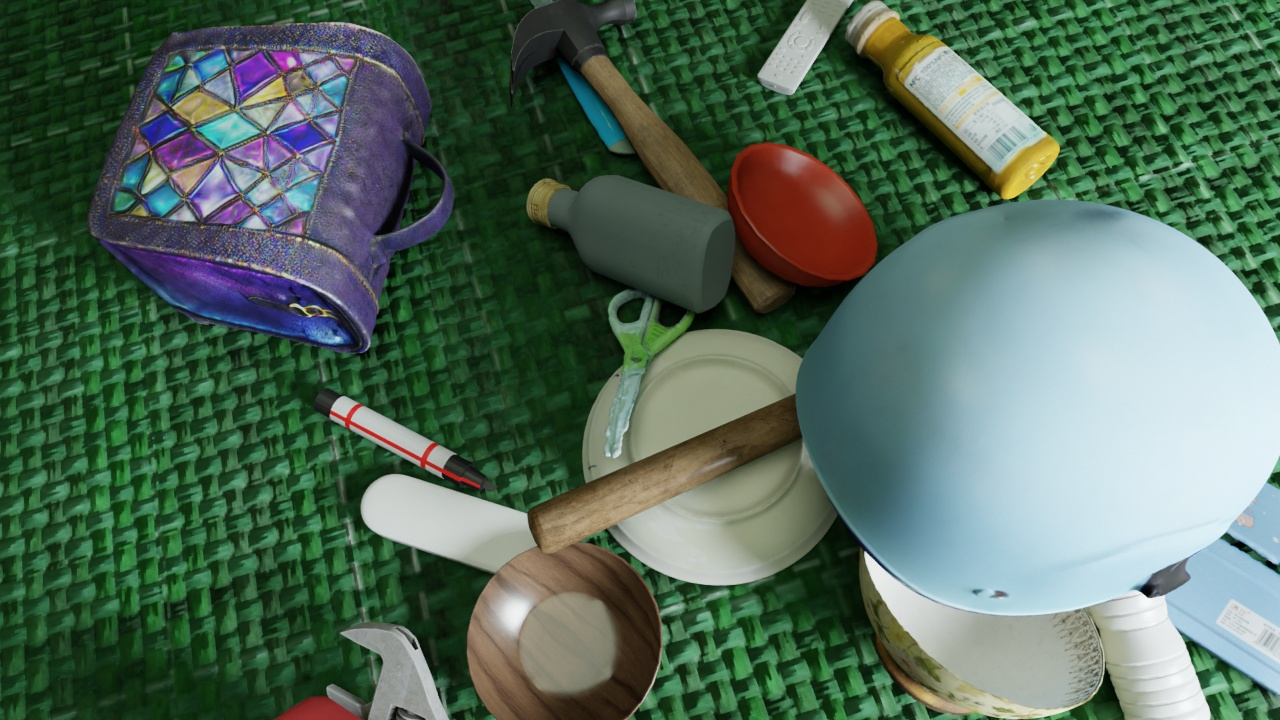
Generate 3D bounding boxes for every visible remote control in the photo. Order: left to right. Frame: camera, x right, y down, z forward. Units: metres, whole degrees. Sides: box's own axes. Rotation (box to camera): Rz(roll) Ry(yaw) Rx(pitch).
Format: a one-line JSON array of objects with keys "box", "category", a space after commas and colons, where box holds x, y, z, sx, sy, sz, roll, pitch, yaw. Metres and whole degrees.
[{"box": [-0.122, 0.111, 0.612, 0.136, 0.013, 0.043, 15, 69, 11], "category": "remote control"}, {"box": [0.141, -0.271, 0.758, 0.033, 0.012, 0.130, 27, 71, 17], "category": "remote control"}]

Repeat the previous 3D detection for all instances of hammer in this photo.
[{"box": [0.010, -0.158, 0.697, 0.132, 0.040, 0.305, -28, 71, -22], "category": "hammer"}, {"box": [0.081, 0.044, 0.575, 0.321, 0.040, 0.129, -23, 73, -10], "category": "hammer"}]

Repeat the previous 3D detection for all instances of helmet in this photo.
[{"box": [0.229, 0.013, 0.490, 0.265, 0.167, 0.225, -9, 64, -19], "category": "helmet"}]

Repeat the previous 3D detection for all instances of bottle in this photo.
[{"box": [-0.012, -0.093, 0.656, 0.161, 0.072, 0.046, 24, 40, 29], "category": "bottle"}, {"box": [0.231, -0.203, 0.699, 0.053, 0.053, 0.186, -34, 69, -11], "category": "bottle"}, {"box": [0.291, 0.169, 0.531, 0.044, 0.044, 0.136, -16, 81, -3], "category": "bottle"}]

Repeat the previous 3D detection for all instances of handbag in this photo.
[{"box": [-0.246, -0.123, 0.662, 0.222, 0.126, 0.204, 6, 67, 5], "category": "handbag"}]

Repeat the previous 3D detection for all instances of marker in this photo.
[{"box": [-0.162, 0.058, 0.634, 0.146, 0.019, 0.019, 25, 71, 14], "category": "marker"}]

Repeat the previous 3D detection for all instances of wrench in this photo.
[{"box": [-0.080, 0.253, 0.533, 0.273, 0.018, 0.084, 33, 101, 15], "category": "wrench"}]

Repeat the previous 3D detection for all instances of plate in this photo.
[{"box": [0.050, 0.055, 0.612, 0.182, 0.034, 0.182, -2, 66, 4], "category": "plate"}]

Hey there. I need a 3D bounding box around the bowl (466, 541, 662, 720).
[{"box": [-0.045, 0.174, 0.568, 0.119, 0.032, 0.119, -2, 67, 3], "category": "bowl"}]

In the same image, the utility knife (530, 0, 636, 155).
[{"box": [-0.050, -0.242, 0.757, 0.031, 0.015, 0.198, -23, 71, -11], "category": "utility knife"}]

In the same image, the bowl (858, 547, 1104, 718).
[{"box": [0.182, 0.154, 0.527, 0.145, 0.063, 0.145, 14, 32, -9], "category": "bowl"}]

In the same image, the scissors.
[{"box": [-0.003, 0.002, 0.610, 0.065, 0.033, 0.173, 6, 45, 9], "category": "scissors"}]

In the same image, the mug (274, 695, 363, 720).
[{"box": [-0.172, 0.265, 0.515, 0.096, 0.080, 0.116, 23, 106, 18], "category": "mug"}]

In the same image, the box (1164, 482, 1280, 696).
[{"box": [0.338, 0.101, 0.570, 0.209, 0.039, 0.126, 35, 74, 15], "category": "box"}]

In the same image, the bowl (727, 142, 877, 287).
[{"box": [0.109, -0.097, 0.654, 0.122, 0.035, 0.121, 16, 52, -21], "category": "bowl"}]
